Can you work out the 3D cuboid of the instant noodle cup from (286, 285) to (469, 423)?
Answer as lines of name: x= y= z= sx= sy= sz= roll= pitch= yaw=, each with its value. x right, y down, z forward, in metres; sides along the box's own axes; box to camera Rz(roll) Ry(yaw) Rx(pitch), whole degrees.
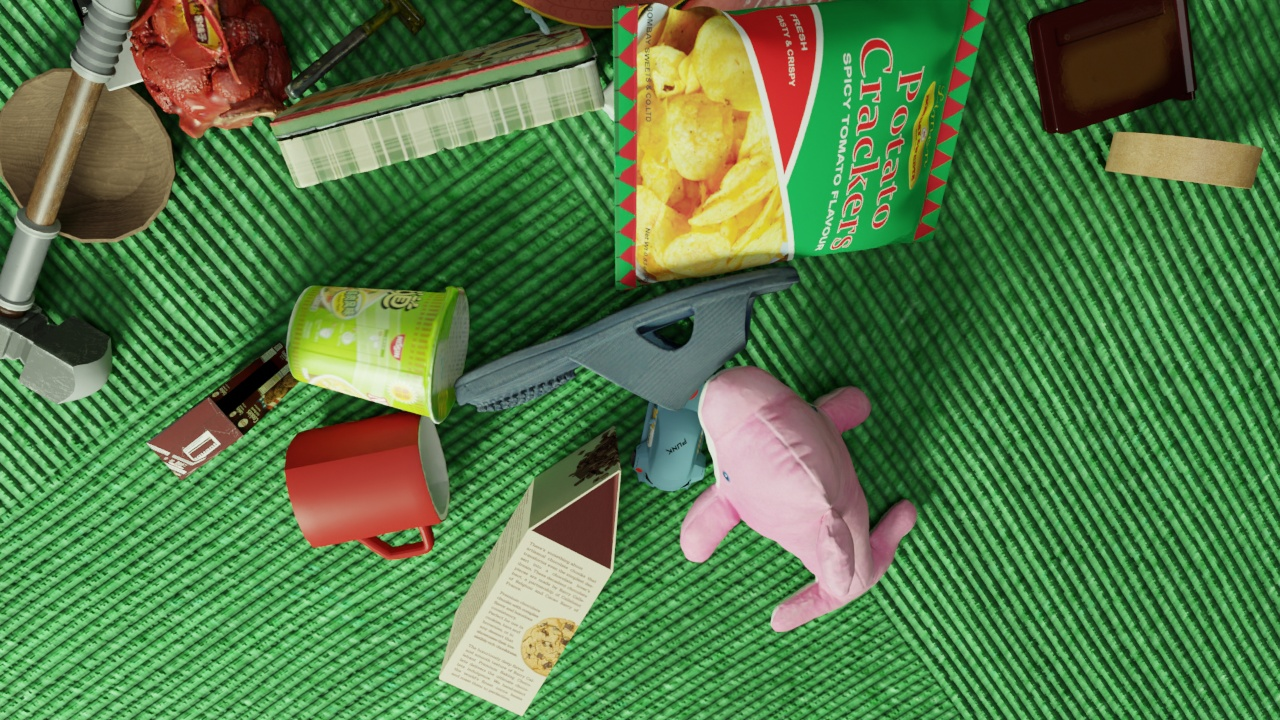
instant noodle cup: x=-0.187 y=-0.011 z=0.659 sx=0.108 sy=0.098 sz=0.099 roll=8 pitch=105 yaw=2

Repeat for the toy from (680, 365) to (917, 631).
toy: x=0.126 y=0.112 z=0.673 sx=0.186 sy=0.128 sz=0.265 roll=-39 pitch=126 yaw=-3

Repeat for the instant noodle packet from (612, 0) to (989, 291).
instant noodle packet: x=0.104 y=-0.148 z=0.614 sx=0.252 sy=0.090 sz=0.196 roll=-10 pitch=130 yaw=-13

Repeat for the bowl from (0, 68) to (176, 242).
bowl: x=-0.379 y=-0.142 z=0.638 sx=0.118 sy=0.030 sz=0.118 roll=-1 pitch=105 yaw=-4

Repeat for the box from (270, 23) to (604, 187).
box: x=-0.127 y=-0.170 z=0.601 sx=0.205 sy=0.117 sz=0.050 roll=-15 pitch=113 yaw=2

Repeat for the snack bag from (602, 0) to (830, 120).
snack bag: x=0.073 y=-0.235 z=0.637 sx=0.077 sy=0.041 sz=0.225 roll=44 pitch=100 yaw=-12

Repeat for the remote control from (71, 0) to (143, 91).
remote control: x=-0.359 y=-0.239 z=0.606 sx=0.028 sy=0.012 sz=0.124 roll=-22 pitch=91 yaw=-11

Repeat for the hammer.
hammer: x=-0.376 y=-0.116 z=0.587 sx=0.156 sy=0.043 sz=0.323 roll=34 pitch=120 yaw=-12

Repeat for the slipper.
slipper: x=-0.004 y=0.004 z=0.660 sx=0.264 sy=0.101 sz=0.082 roll=-20 pitch=88 yaw=6

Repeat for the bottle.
bottle: x=-0.279 y=-0.203 z=0.590 sx=0.099 sy=0.099 sz=0.111 roll=-8 pitch=97 yaw=-2

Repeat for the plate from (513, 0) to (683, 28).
plate: x=-0.035 y=-0.326 z=0.568 sx=0.229 sy=0.021 sz=0.230 roll=-6 pitch=104 yaw=-27

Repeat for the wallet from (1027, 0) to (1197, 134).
wallet: x=0.348 y=-0.221 z=0.670 sx=0.115 sy=0.018 sz=0.091 roll=-17 pitch=105 yaw=-1

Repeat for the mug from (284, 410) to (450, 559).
mug: x=-0.199 y=0.102 z=0.692 sx=0.096 sy=0.080 sz=0.116 roll=-11 pitch=113 yaw=-1

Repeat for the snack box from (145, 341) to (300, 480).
snack box: x=-0.280 y=0.030 z=0.634 sx=0.051 sy=0.140 sz=0.032 roll=-35 pitch=105 yaw=6

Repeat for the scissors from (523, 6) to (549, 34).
scissors: x=-0.105 y=-0.278 z=0.595 sx=0.171 sy=0.021 sz=0.171 roll=-33 pitch=83 yaw=-24

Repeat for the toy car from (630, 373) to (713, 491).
toy car: x=0.029 y=0.054 z=0.719 sx=0.060 sy=0.027 sz=0.108 roll=9 pitch=105 yaw=-6

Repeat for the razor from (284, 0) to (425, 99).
razor: x=-0.196 y=-0.211 z=0.613 sx=0.042 sy=0.026 sz=0.105 roll=47 pitch=71 yaw=-16

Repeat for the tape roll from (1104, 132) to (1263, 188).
tape roll: x=0.385 y=-0.143 z=0.654 sx=0.094 sy=0.094 sz=0.027 roll=6 pitch=105 yaw=-5

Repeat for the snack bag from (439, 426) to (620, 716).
snack bag: x=-0.070 y=0.151 z=0.705 sx=0.070 sy=0.094 sz=0.206 roll=29 pitch=102 yaw=-11
